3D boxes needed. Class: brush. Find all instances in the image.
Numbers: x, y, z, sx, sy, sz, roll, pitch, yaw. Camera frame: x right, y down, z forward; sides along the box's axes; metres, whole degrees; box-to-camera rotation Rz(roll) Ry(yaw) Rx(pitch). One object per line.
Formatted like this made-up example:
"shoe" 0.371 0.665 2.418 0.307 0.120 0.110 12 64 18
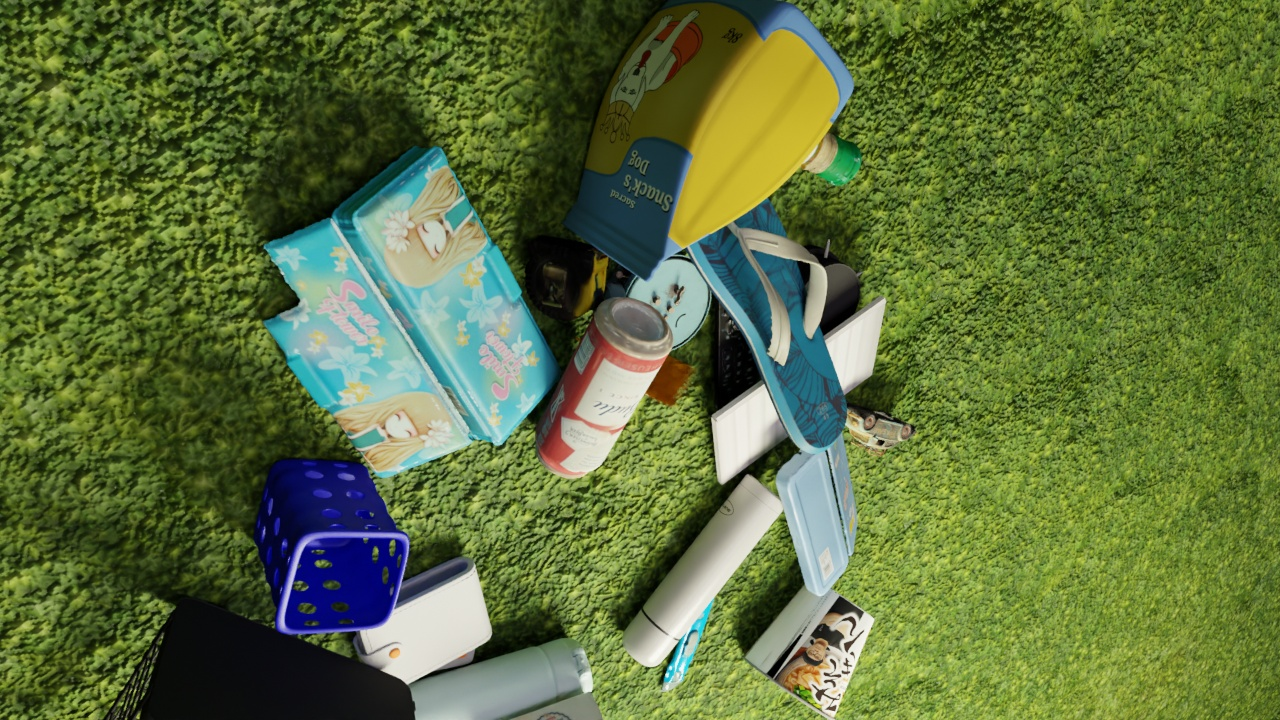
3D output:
"brush" -0.005 0.005 0.835 0.126 0.017 0.048 25 98 -37

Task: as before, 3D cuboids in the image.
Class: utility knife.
"utility knife" 0.059 0.297 1.021 0.031 0.015 0.175 4 109 -38

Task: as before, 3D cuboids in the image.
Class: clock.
"clock" 0.163 -0.053 0.895 0.091 0.042 0.121 34 93 -38
"clock" 0.004 -0.060 0.787 0.124 0.053 0.090 33 93 -38

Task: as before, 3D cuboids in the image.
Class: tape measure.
"tape measure" -0.062 -0.064 0.735 0.038 0.067 0.063 -38 139 -58

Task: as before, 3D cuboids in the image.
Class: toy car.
"toy car" 0.255 0.078 1.012 0.111 0.047 0.047 15 99 -36

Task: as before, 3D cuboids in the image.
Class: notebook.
"notebook" 0.159 0.033 0.921 0.209 0.009 0.143 -34 150 -13

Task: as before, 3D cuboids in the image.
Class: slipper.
"slipper" 0.124 -0.054 0.800 0.118 0.060 0.295 -39 108 -41

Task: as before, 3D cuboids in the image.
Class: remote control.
"remote control" 0.089 -0.025 0.878 0.047 0.022 0.150 -13 117 -26

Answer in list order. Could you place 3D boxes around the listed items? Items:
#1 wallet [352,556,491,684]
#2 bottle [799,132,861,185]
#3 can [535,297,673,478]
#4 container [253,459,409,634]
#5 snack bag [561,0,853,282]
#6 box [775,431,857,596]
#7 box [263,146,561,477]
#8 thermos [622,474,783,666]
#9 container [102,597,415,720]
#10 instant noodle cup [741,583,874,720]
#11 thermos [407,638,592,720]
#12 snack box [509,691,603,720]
"wallet" -0.194 0.249 0.827 0.118 0.037 0.115 -22 123 -25
"bottle" 0.147 -0.191 0.818 0.111 0.043 0.043 14 105 -35
"can" -0.034 0.026 0.762 0.067 0.067 0.171 1 137 -32
"container" -0.237 0.136 0.695 0.084 0.113 0.085 8 108 -34
"snack bag" 0.032 -0.164 0.686 0.102 0.159 0.205 36 93 -36
"box" 0.203 0.153 0.992 0.127 0.034 0.209 -50 137 -32
"box" -0.171 -0.021 0.693 0.181 0.072 0.227 -35 127 -14
"thermos" 0.064 0.222 0.962 0.224 0.052 0.052 -52 128 0
"container" -0.291 0.306 0.689 0.241 0.163 0.130 32 94 -24
"instant noodle cup" 0.203 0.328 1.067 0.123 0.124 0.121 41 79 -38
"thermos" -0.144 0.319 0.874 0.206 0.065 0.078 -8 151 -29
"snack box" -0.102 0.415 0.909 0.104 0.057 0.208 -11 139 -26
